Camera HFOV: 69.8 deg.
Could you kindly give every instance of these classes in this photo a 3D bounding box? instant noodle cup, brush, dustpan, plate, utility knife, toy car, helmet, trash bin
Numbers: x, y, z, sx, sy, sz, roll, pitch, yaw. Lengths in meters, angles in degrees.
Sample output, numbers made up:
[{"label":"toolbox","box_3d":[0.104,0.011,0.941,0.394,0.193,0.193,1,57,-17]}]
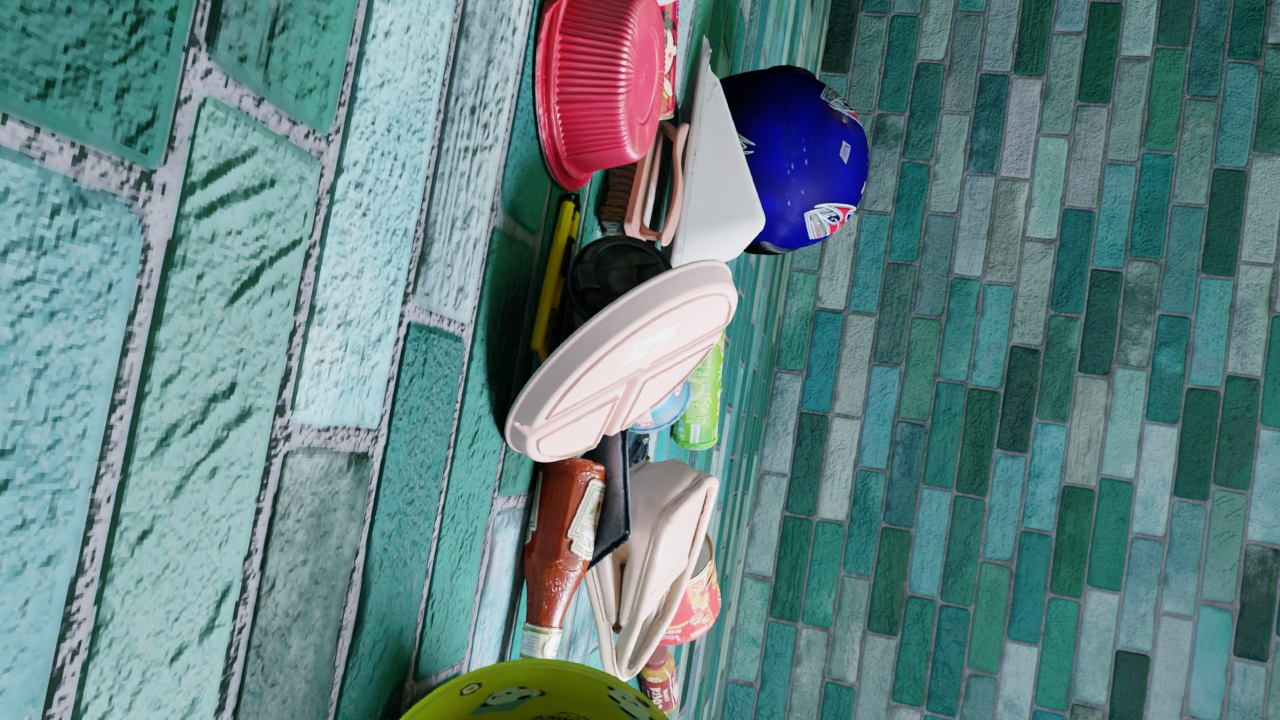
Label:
[{"label":"instant noodle cup","box_3d":[-0.006,0.005,0.942,0.110,0.099,0.099,70,31,-49]},{"label":"brush","box_3d":[0.008,-0.178,0.910,0.063,0.073,0.145,67,32,-64]},{"label":"instant noodle cup","box_3d":[0.033,0.266,1.137,0.137,0.138,0.109,-68,164,-45]},{"label":"dustpan","box_3d":[0.040,-0.180,1.030,0.223,0.142,0.257,132,-63,-84]},{"label":"plate","box_3d":[-0.009,0.008,0.748,0.229,0.028,0.230,-35,161,-14]},{"label":"instant noodle cup","box_3d":[-0.025,-0.235,0.756,0.193,0.066,0.194,9,89,-76]},{"label":"utility knife","box_3d":[-0.071,-0.063,0.770,0.033,0.015,0.171,48,52,-72]},{"label":"toy car","box_3d":[-0.012,0.119,1.095,0.090,0.034,0.043,-60,158,-52]},{"label":"helmet","box_3d":[0.189,-0.266,1.260,0.315,0.240,0.247,-18,117,-76]},{"label":"trash bin","box_3d":[-0.066,0.360,0.643,0.256,0.230,0.229,89,15,-56]}]

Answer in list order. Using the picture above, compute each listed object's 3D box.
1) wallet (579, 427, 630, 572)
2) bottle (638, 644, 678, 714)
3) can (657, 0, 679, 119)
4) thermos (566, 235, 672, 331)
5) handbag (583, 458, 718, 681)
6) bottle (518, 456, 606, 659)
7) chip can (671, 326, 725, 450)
[{"label":"wallet","box_3d":[-0.038,0.128,0.852,0.097,0.019,0.120,-47,-144,44]},{"label":"bottle","box_3d":[0.028,0.497,1.442,0.175,0.057,0.057,84,20,-46]},{"label":"can","box_3d":[0.009,-0.301,0.876,0.053,0.053,0.133,-56,151,-62]},{"label":"thermos","box_3d":[-0.023,-0.044,0.807,0.143,0.093,0.092,111,-6,-65]},{"label":"handbag","box_3d":[0.005,0.234,0.981,0.192,0.093,0.234,-29,128,-63]},{"label":"bottle","box_3d":[-0.076,0.187,0.808,0.060,0.060,0.206,47,52,-73]},{"label":"chip can","box_3d":[0.087,0.028,1.370,0.072,0.073,0.222,-55,151,-62]}]
